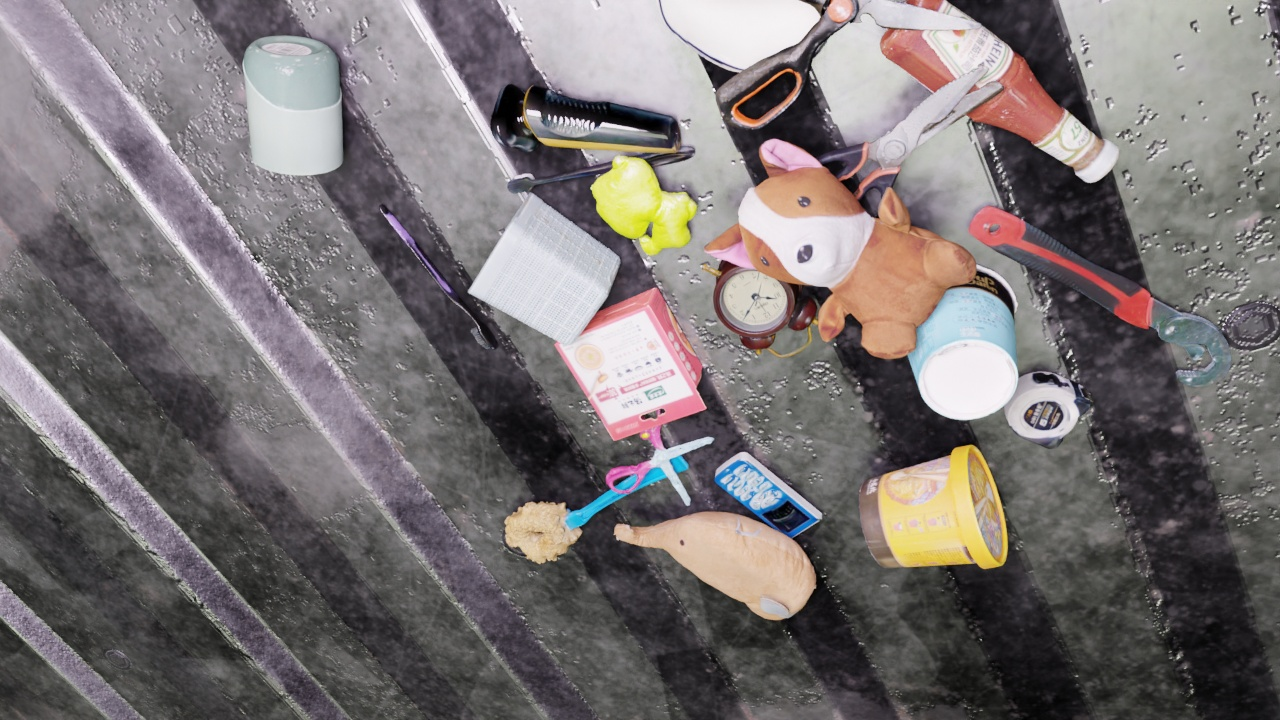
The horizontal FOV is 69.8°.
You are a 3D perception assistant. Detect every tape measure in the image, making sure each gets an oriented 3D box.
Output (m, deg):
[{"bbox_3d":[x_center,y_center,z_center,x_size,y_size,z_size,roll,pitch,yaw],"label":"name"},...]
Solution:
[{"bbox_3d":[0.380,0.044,0.869,0.066,0.033,0.066,24,122,-4],"label":"tape measure"}]

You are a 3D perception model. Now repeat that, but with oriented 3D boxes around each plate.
[{"bbox_3d":[0.115,-0.350,0.691,0.162,0.034,0.266,29,124,-4],"label":"plate"}]

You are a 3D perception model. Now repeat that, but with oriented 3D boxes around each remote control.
[{"bbox_3d":[0.139,0.147,0.999,0.125,0.024,0.049,40,122,-16],"label":"remote control"}]

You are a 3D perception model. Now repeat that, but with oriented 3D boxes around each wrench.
[{"bbox_3d":[0.410,-0.059,0.809,0.273,0.016,0.056,31,123,-7],"label":"wrench"}]

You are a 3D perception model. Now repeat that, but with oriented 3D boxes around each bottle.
[{"bbox_3d":[0.285,-0.210,0.720,0.206,0.059,0.060,33,123,-7],"label":"bottle"}]

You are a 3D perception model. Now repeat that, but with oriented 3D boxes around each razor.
[{"bbox_3d":[-0.047,-0.207,0.816,0.167,0.062,0.068,7,153,3],"label":"razor"}]

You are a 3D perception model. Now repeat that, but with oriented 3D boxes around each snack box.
[{"bbox_3d":[-0.006,0.005,0.936,0.113,0.044,0.127,-20,113,24],"label":"snack box"}]

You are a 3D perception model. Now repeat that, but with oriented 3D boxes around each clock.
[{"bbox_3d":[0.116,-0.056,0.860,0.082,0.055,0.122,-27,108,26],"label":"clock"}]

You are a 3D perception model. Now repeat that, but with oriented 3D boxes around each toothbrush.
[{"bbox_3d":[-0.210,-0.083,0.951,0.017,0.014,0.189,-21,114,38],"label":"toothbrush"},{"bbox_3d":[-0.038,-0.178,0.849,0.181,0.018,0.016,-7,125,16],"label":"toothbrush"}]

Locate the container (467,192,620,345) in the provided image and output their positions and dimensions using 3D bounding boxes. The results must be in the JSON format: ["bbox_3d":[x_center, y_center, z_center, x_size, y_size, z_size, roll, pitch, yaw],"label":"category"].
[{"bbox_3d":[-0.088,-0.083,0.876,0.111,0.089,0.090,32,124,-10],"label":"container"}]

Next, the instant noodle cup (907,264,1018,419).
[{"bbox_3d":[0.280,-0.012,0.807,0.111,0.120,0.111,6,122,10],"label":"instant noodle cup"}]

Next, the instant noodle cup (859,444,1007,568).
[{"bbox_3d":[0.290,0.154,0.916,0.115,0.118,0.118,-18,115,31],"label":"instant noodle cup"}]

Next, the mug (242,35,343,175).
[{"bbox_3d":[-0.327,-0.242,0.849,0.112,0.082,0.106,32,130,31],"label":"mug"}]

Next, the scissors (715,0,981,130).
[{"bbox_3d":[0.127,-0.264,0.693,0.227,0.021,0.222,35,129,-2],"label":"scissors"}]

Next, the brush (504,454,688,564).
[{"bbox_3d":[-0.053,0.165,1.055,0.255,0.045,0.083,-31,106,24],"label":"brush"}]

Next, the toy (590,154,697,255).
[{"bbox_3d":[0.001,-0.140,0.846,0.100,0.031,0.097,10,128,-1],"label":"toy"}]

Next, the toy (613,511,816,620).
[{"bbox_3d":[0.086,0.212,1.017,0.226,0.082,0.144,27,139,-3],"label":"toy"}]

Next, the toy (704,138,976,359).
[{"bbox_3d":[0.162,-0.089,0.763,0.199,0.130,0.140,34,114,4],"label":"toy"}]

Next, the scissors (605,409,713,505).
[{"bbox_3d":[0.016,0.103,0.992,0.135,0.017,0.133,-28,99,15],"label":"scissors"}]

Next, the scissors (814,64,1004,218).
[{"bbox_3d":[0.208,-0.160,0.761,0.205,0.015,0.199,4,137,25],"label":"scissors"}]
